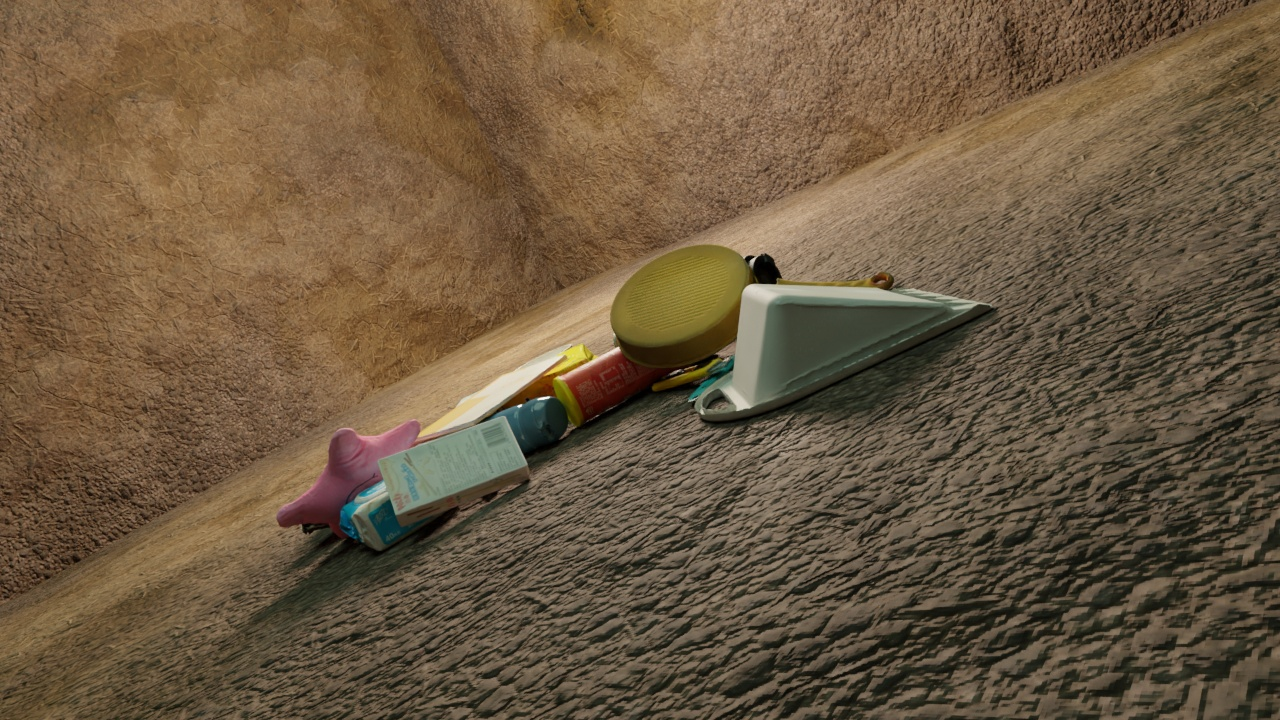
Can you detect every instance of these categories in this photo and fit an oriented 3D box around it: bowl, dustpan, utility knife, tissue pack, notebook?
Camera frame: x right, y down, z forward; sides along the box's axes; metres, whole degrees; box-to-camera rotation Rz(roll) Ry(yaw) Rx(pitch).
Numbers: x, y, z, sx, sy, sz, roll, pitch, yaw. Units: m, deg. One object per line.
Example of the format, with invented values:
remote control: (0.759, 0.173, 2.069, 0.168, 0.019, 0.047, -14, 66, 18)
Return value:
bowl: (-0.153, 0.025, 1.528, 0.113, 0.062, 0.113, -24, 9, 4)
dustpan: (0.190, -0.005, 0.960, 0.257, 0.143, 0.222, 3, 9, -4)
utility knife: (0.091, 0.017, 1.084, 0.029, 0.013, 0.159, -26, 8, 34)
tissue pack: (-0.287, 0.170, 1.098, 0.139, 0.063, 0.090, -31, 11, -26)
notebook: (-0.210, 0.053, 1.284, 0.146, 0.010, 0.205, -17, 15, 40)
utility knife: (0.058, 0.015, 1.121, 0.033, 0.015, 0.174, -41, 10, -28)

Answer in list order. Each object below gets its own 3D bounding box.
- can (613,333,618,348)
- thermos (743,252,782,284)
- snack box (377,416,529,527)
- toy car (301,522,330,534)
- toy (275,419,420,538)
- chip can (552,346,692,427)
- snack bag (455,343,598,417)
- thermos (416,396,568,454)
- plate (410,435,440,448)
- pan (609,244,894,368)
can: (0.033, -0.047, 1.437, 0.147, 0.058, 0.057, -22, 10, 23)
thermos: (0.135, -0.088, 1.327, 0.144, 0.093, 0.092, -28, 7, 34)
snack box: (-0.214, 0.125, 1.056, 0.156, 0.027, 0.084, -20, 49, -15)
toy car: (-0.403, 0.203, 1.281, 0.070, 0.042, 0.157, -21, 0, 30)
toy: (-0.344, 0.150, 1.162, 0.195, 0.074, 0.178, -52, -35, 8)
chip can: (-0.007, 0.007, 1.214, 0.216, 0.073, 0.073, -28, 10, -14)
snack bag: (-0.168, 0.057, 1.373, 0.246, 0.068, 0.158, -25, 11, -1)
thermos: (-0.197, 0.106, 1.207, 0.221, 0.070, 0.070, -22, 10, 22)
plate: (-0.376, 0.158, 1.386, 0.192, 0.039, 0.192, -19, -3, -1)
pan: (0.134, -0.080, 1.161, 0.358, 0.078, 0.197, -14, 41, 18)
